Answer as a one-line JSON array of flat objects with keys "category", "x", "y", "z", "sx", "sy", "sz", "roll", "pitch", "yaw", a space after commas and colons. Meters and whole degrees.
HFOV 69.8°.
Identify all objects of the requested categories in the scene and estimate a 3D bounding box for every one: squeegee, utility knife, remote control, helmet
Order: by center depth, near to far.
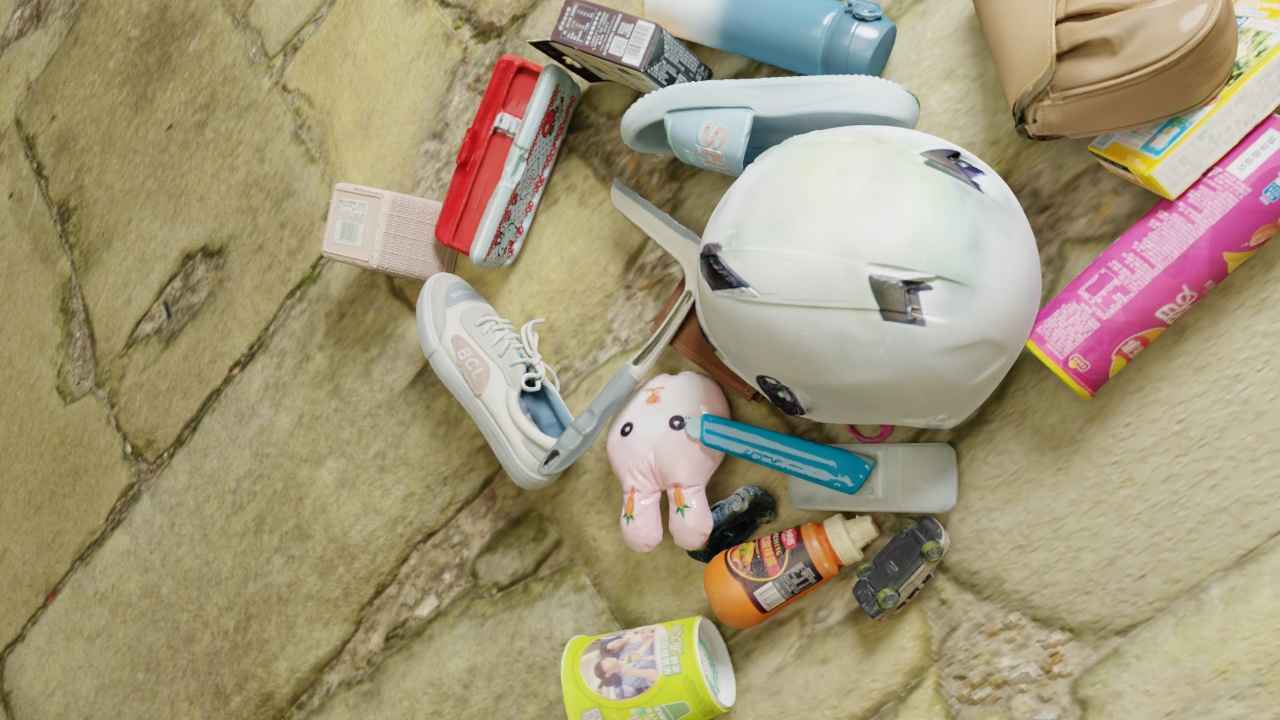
[{"category": "helmet", "x": 0.152, "y": -0.077, "z": 0.660, "sx": 0.259, "sy": 0.146, "sz": 0.228, "roll": 20, "pitch": 71, "yaw": 24}, {"category": "remote control", "x": 0.186, "y": 0.095, "z": 0.744, "sx": 0.136, "sy": 0.020, "sz": 0.055, "roll": -4, "pitch": 72, "yaw": 28}, {"category": "utility knife", "x": 0.109, "y": 0.072, "z": 0.747, "sx": 0.159, "sy": 0.018, "sz": 0.034, "roll": 16, "pitch": 82, "yaw": 16}, {"category": "squeegee", "x": -0.005, "y": 0.005, "z": 0.798, "sx": 0.246, "sy": 0.039, "sz": 0.246, "roll": 39, "pitch": 93, "yaw": 26}]

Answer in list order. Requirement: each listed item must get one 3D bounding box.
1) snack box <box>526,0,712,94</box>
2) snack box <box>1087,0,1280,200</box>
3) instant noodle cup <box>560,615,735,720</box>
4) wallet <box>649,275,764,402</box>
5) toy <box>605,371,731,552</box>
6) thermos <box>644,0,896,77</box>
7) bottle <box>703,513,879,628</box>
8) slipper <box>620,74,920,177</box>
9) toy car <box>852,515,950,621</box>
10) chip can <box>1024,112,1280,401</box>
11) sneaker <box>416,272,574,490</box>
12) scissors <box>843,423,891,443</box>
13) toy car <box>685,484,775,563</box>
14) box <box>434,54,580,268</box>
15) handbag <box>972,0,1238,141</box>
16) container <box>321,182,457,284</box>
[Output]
[{"category": "snack box", "x": -0.016, "y": -0.272, "z": 0.821, "sx": 0.126, "sy": 0.113, "sz": 0.053, "roll": 29, "pitch": 100, "yaw": 26}, {"category": "snack box", "x": 0.384, "y": -0.179, "z": 0.620, "sx": 0.033, "sy": 0.086, "sz": 0.141, "roll": 35, "pitch": 109, "yaw": -16}, {"category": "instant noodle cup", "x": 0.012, "y": 0.276, "z": 0.788, "sx": 0.124, "sy": 0.111, "sz": 0.111, "roll": -22, "pitch": 77, "yaw": 18}, {"category": "wallet", "x": 0.080, "y": -0.037, "z": 0.807, "sx": 0.124, "sy": 0.032, "sz": 0.101, "roll": 36, "pitch": 101, "yaw": 24}, {"category": "toy", "x": 0.024, "y": 0.086, "z": 0.802, "sx": 0.121, "sy": 0.054, "sz": 0.159, "roll": -12, "pitch": 67, "yaw": 29}, {"category": "thermos", "x": 0.108, "y": -0.290, "z": 0.784, "sx": 0.220, "sy": 0.070, "sz": 0.070, "roll": 26, "pitch": 99, "yaw": 27}, {"category": "bottle", "x": 0.127, "y": 0.166, "z": 0.756, "sx": 0.150, "sy": 0.066, "sz": 0.066, "roll": -30, "pitch": 74, "yaw": 16}, {"category": "slipper", "x": 0.104, "y": -0.186, "z": 0.763, "sx": 0.246, "sy": 0.104, "sz": 0.074, "roll": 1, "pitch": 89, "yaw": 22}, {"category": "toy car", "x": 0.207, "y": 0.162, "z": 0.721, "sx": 0.090, "sy": 0.035, "sz": 0.042, "roll": -53, "pitch": 28, "yaw": 11}, {"category": "chip can", "x": 0.364, "y": -0.068, "z": 0.633, "sx": 0.211, "sy": 0.071, "sz": 0.071, "roll": -47, "pitch": 68, "yaw": 17}, {"category": "sneaker", "x": -0.132, "y": 0.002, "z": 0.880, "sx": 0.091, "sy": 0.089, "sz": 0.242, "roll": -44, "pitch": 72, "yaw": 36}, {"category": "scissors", "x": 0.149, "y": 0.028, "z": 0.759, "sx": 0.138, "sy": 0.017, "sz": 0.084, "roll": 9, "pitch": 110, "yaw": 18}, {"category": "toy car", "x": 0.076, "y": 0.140, "z": 0.793, "sx": 0.091, "sy": 0.043, "sz": 0.034, "roll": -48, "pitch": 34, "yaw": 23}, {"category": "box", "x": -0.133, "y": -0.191, "z": 0.882, "sx": 0.095, "sy": 0.101, "sz": 0.201, "roll": 23, "pitch": 99, "yaw": -2}, {"category": "handbag", "x": 0.309, "y": -0.252, "z": 0.631, "sx": 0.148, "sy": 0.099, "sz": 0.204, "roll": -26, "pitch": 51, "yaw": 32}, {"category": "container", "x": -0.256, "y": -0.131, "z": 0.943, "sx": 0.090, "sy": 0.110, "sz": 0.090, "roll": 15, "pitch": 94, "yaw": 28}]
